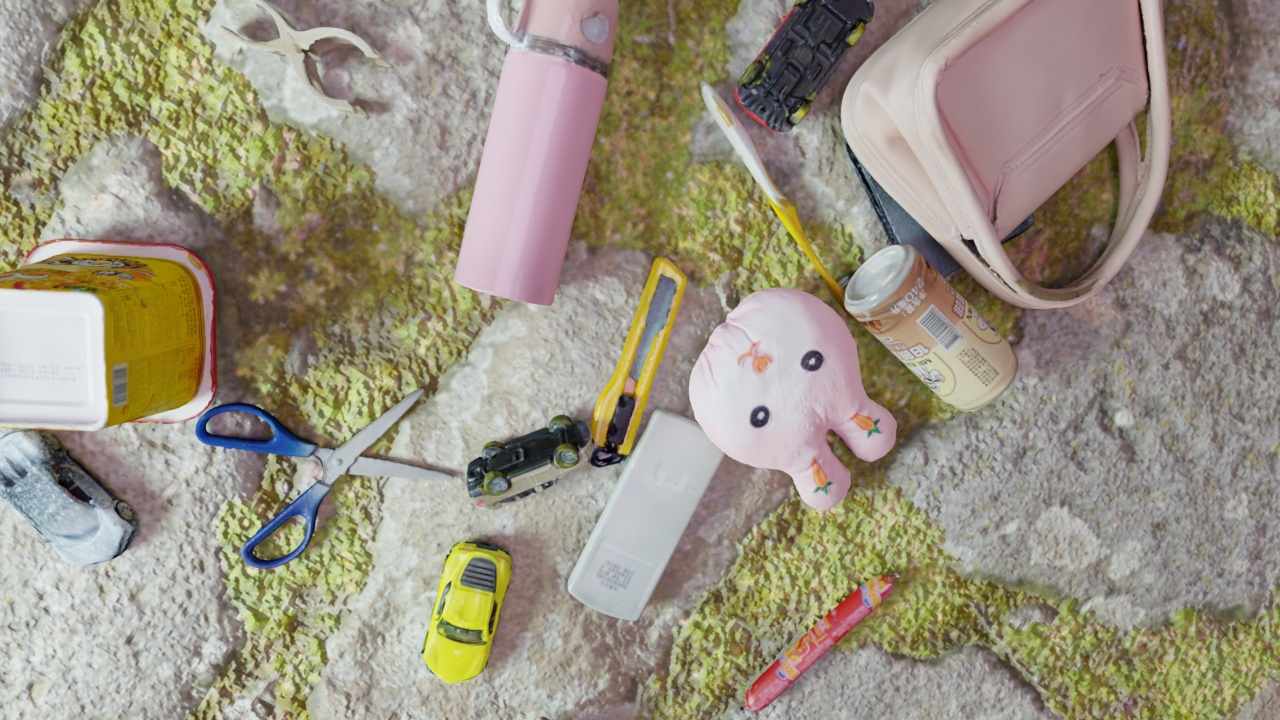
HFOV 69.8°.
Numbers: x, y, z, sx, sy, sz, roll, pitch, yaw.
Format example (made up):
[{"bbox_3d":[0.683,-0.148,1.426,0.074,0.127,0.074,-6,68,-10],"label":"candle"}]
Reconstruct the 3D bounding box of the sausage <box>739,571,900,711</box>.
[{"bbox_3d":[0.131,0.206,0.675,0.156,0.020,0.020,-43,101,2],"label":"sausage"}]

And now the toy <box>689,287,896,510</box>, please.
[{"bbox_3d":[0.108,0.028,0.626,0.159,0.054,0.121,43,88,-18],"label":"toy"}]

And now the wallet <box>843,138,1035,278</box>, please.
[{"bbox_3d":[0.206,-0.121,0.626,0.097,0.019,0.121,-30,103,-1],"label":"wallet"}]

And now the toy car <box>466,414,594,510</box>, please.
[{"bbox_3d":[-0.072,0.069,0.619,0.090,0.042,0.035,-24,125,4],"label":"toy car"}]

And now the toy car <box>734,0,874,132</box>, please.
[{"bbox_3d":[0.106,-0.200,0.594,0.049,0.031,0.106,34,96,-11],"label":"toy car"}]

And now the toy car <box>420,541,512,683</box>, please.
[{"bbox_3d":[-0.121,0.178,0.638,0.048,0.032,0.105,15,100,-8],"label":"toy car"}]

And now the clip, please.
[{"bbox_3d":[-0.197,-0.201,0.565,0.084,0.034,0.104,-43,93,6],"label":"clip"}]

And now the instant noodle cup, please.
[{"bbox_3d":[-0.324,-0.010,0.538,0.116,0.123,0.116,3,100,-6],"label":"instant noodle cup"}]

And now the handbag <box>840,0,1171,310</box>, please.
[{"bbox_3d":[0.258,-0.136,0.592,0.193,0.093,0.234,-40,113,-8],"label":"handbag"}]

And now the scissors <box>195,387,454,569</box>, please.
[{"bbox_3d":[-0.219,0.072,0.620,0.175,0.012,0.162,27,95,-11],"label":"scissors"}]

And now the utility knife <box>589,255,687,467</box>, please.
[{"bbox_3d":[-0.004,0.004,0.627,0.033,0.015,0.154,17,98,-11],"label":"utility knife"}]

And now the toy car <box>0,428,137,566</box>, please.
[{"bbox_3d":[-0.379,0.091,0.598,0.049,0.031,0.105,-40,102,3],"label":"toy car"}]

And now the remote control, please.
[{"bbox_3d":[0.004,0.109,0.643,0.058,0.021,0.150,26,96,-10],"label":"remote control"}]

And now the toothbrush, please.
[{"bbox_3d":[0.098,-0.108,0.619,0.018,0.016,0.191,-38,102,-10],"label":"toothbrush"}]

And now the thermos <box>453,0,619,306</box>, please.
[{"bbox_3d":[-0.070,-0.138,0.565,0.087,0.067,0.199,6,103,-42],"label":"thermos"}]

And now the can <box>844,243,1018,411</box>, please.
[{"bbox_3d":[0.195,-0.021,0.616,0.116,0.058,0.058,40,94,-18],"label":"can"}]

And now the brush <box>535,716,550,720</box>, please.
[{"bbox_3d":[-0.038,0.315,0.655,0.145,0.063,0.073,42,97,-9],"label":"brush"}]
